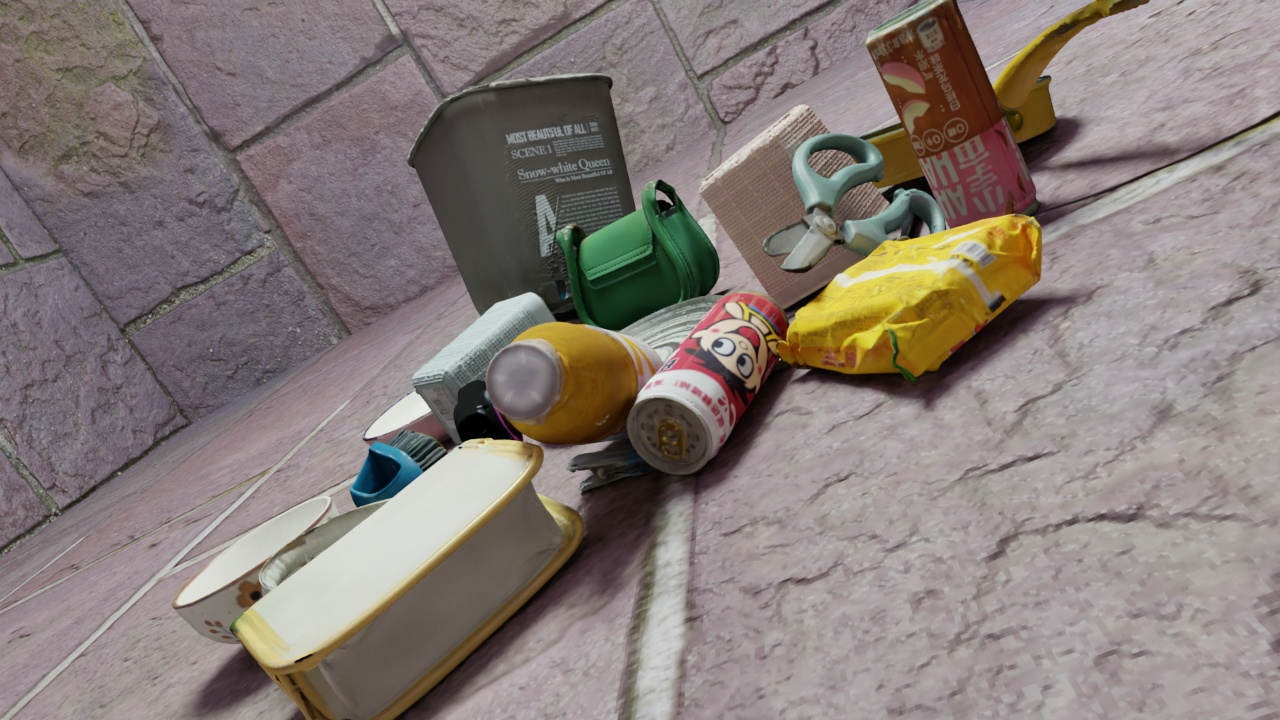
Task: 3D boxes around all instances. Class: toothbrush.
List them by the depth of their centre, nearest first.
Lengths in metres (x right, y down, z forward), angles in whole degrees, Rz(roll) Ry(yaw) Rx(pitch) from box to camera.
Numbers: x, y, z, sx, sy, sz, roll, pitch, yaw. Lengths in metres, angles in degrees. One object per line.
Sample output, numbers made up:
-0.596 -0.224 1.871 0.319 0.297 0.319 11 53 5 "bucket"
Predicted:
0.187 -0.088 0.655 0.018 0.015 0.180 -31 12 34 "toothbrush"

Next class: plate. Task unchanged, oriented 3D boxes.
-0.004 0.004 0.709 0.179 0.024 0.179 -29 16 9 "plate"
-0.185 0.039 0.920 0.192 0.039 0.192 -28 14 7 "plate"

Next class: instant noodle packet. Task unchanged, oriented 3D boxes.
0.142 -0.031 0.490 0.110 0.044 0.128 -40 12 -13 "instant noodle packet"

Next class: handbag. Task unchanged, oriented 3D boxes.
-0.134 0.110 0.497 0.163 0.063 0.179 -39 24 -30 "handbag"
-0.005 -0.087 0.828 0.132 0.120 0.067 -22 10 37 "handbag"

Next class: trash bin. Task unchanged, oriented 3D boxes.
-0.107 -0.154 0.959 0.198 0.219 0.199 -16 -5 -29 "trash bin"

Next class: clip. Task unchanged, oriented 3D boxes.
-0.016 0.063 0.542 0.057 0.032 0.025 -16 21 24 "clip"

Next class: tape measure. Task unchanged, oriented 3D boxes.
-0.114 0.049 0.700 0.039 0.058 0.057 -26 33 7 "tape measure"

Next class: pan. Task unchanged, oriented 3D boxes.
0.248 -0.191 0.678 0.197 0.078 0.357 -21 10 -8 "pan"

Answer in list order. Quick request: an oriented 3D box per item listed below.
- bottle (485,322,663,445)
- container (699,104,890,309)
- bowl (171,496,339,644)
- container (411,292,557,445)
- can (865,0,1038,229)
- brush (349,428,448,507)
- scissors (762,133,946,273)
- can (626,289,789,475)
-0.033 0.014 0.519 0.068 0.068 0.189 -27 -9 12 "bottle"
0.113 -0.115 0.670 0.090 0.111 0.090 -31 10 40 "container"
-0.237 0.147 0.602 0.113 0.062 0.113 -27 14 7 "bowl"
-0.124 0.012 0.792 0.111 0.090 0.090 -42 18 -31 "container"
0.198 -0.153 0.583 0.058 0.147 0.058 -28 14 7 "can"
-0.186 0.091 0.704 0.073 0.055 0.144 -34 15 -22 "brush"
0.120 -0.101 0.587 0.179 0.143 0.019 -22 -22 -37 "scissors"
0.042 0.009 0.531 0.053 0.053 0.132 -20 17 36 "can"
